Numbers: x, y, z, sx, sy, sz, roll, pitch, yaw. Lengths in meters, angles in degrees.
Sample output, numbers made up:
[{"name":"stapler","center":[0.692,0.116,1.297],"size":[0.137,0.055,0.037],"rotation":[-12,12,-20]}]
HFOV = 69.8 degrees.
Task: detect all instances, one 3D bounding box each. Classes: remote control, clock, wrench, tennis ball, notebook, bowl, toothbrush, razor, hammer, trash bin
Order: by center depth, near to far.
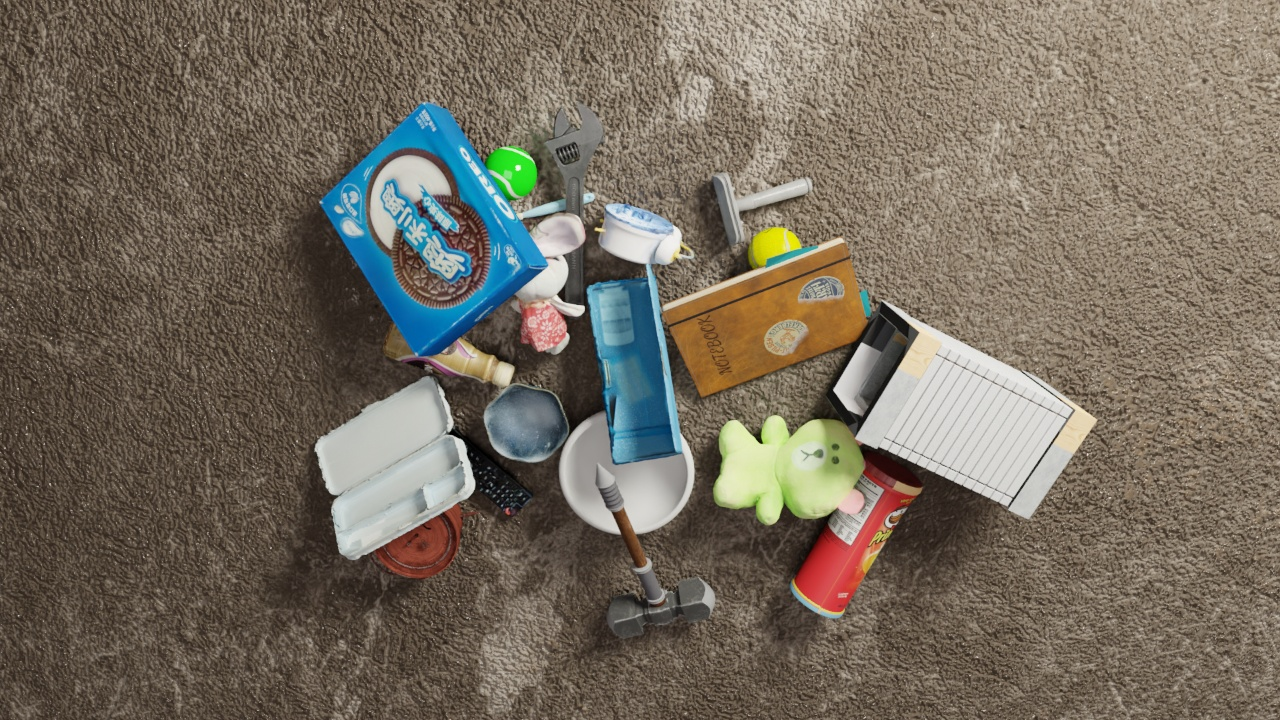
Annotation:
[{"name":"tennis ball","center":[-0.159,-0.228,1.120],"size":[0.065,0.065,0.065],"rotation":[1,106,2]},{"name":"clock","center":[0.008,-0.151,1.124],"size":[0.125,0.088,0.052],"rotation":[19,111,-1]},{"name":"trash bin","center":[0.385,0.058,1.127],"size":[0.247,0.142,0.143],"rotation":[25,105,-11]},{"name":"razor","center":[0.154,-0.201,1.131],"size":[0.116,0.047,0.088],"rotation":[-17,105,-1]},{"name":"tennis ball","center":[0.166,-0.132,1.134],"size":[0.065,0.065,0.065],"rotation":[1,106,2]},{"name":"wrench","center":[-0.081,-0.180,1.142],"size":[0.073,0.018,0.274],"rotation":[2,114,1]},{"name":"notebook","center":[0.165,-0.057,1.143],"size":[0.249,0.014,0.178],"rotation":[-21,131,8]},{"name":"toothbrush","center":[-0.133,-0.187,1.158],"size":[0.155,0.016,0.022],"rotation":[-14,95,6]},{"name":"hammer","center":[-0.008,0.245,1.200],"size":[0.156,0.043,0.323],"rotation":[-15,128,6]},{"name":"bowl","center":[-0.148,0.076,1.213],"size":[0.110,0.055,0.110],"rotation":[1,107,3]},{"name":"bowl","center":[-0.018,0.139,1.219],"size":[0.176,0.066,0.177],"rotation":[1,106,2]},{"name":"remote control","center":[-0.216,0.150,1.256],"size":[0.150,0.022,0.047],"rotation":[43,103,-11]},{"name":"clock","center":[-0.311,0.238,1.257],"size":[0.120,0.072,0.158],"rotation":[44,102,-10]}]

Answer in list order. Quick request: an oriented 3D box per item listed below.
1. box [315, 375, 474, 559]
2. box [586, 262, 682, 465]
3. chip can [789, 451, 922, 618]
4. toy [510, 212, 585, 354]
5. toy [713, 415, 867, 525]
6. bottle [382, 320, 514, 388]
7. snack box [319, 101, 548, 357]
[{"name":"box","center":[-0.327,0.140,1.207],"size":[0.209,0.045,0.191],"rotation":[-31,63,9]},{"name":"box","center":[-0.006,0.006,1.115],"size":[0.094,0.112,0.231],"rotation":[-8,83,-4]},{"name":"chip can","center":[0.285,0.233,1.224],"size":[0.087,0.087,0.214],"rotation":[24,106,-5]},{"name":"toy","center":[-0.126,-0.093,1.141],"size":[0.159,0.084,0.194],"rotation":[1,120,27]},{"name":"toy","center":[0.196,0.144,1.193],"size":[0.197,0.107,0.150],"rotation":[7,63,3]},{"name":"bottle","center":[-0.246,-0.007,1.191],"size":[0.166,0.059,0.060],"rotation":[20,106,-5]},{"name":"snack box","center":[-0.251,-0.154,1.102],"size":[0.196,0.056,0.239],"rotation":[-36,84,21]}]
